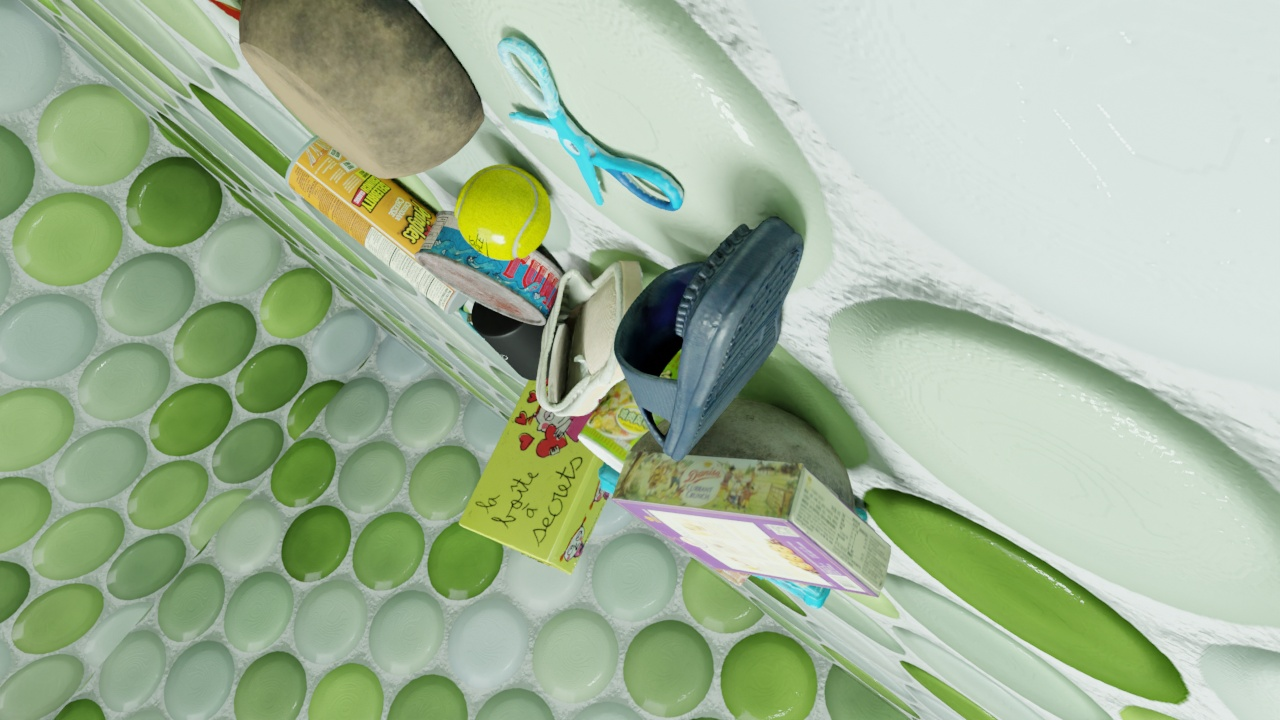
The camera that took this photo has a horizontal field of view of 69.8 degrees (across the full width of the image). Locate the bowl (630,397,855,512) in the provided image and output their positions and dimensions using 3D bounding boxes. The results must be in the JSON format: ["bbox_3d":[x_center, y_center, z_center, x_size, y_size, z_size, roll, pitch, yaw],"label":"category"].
[{"bbox_3d":[0.086,0.076,0.710,0.178,0.081,0.179,19,159,7],"label":"bowl"}]

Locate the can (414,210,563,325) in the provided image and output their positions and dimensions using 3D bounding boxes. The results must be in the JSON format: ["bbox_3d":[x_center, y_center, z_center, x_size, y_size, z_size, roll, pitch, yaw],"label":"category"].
[{"bbox_3d":[-0.134,-0.081,0.824,0.130,0.044,0.130,25,170,5],"label":"can"}]

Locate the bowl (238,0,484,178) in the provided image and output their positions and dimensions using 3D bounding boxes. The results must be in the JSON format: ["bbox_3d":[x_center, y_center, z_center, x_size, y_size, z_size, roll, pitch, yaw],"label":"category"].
[{"bbox_3d":[-0.184,-0.183,0.587,0.162,0.070,0.162,37,168,8],"label":"bowl"}]

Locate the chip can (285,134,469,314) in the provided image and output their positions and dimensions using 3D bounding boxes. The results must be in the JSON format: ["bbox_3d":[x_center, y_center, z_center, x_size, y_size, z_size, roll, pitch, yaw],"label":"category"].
[{"bbox_3d":[-0.263,-0.144,0.966,0.215,0.075,0.075,39,169,-1],"label":"chip can"}]

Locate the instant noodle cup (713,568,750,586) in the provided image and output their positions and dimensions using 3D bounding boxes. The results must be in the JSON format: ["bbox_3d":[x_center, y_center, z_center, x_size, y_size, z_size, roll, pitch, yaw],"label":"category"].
[{"bbox_3d":[0.108,0.172,0.963,0.098,0.108,0.098,36,168,9],"label":"instant noodle cup"}]

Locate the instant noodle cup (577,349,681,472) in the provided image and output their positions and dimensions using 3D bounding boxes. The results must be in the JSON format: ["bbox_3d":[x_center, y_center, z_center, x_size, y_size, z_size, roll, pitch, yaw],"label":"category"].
[{"bbox_3d":[0.007,0.045,0.789,0.099,0.108,0.099,36,169,8],"label":"instant noodle cup"}]

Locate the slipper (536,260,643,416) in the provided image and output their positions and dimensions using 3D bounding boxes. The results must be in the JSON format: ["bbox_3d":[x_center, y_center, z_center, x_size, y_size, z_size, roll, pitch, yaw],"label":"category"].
[{"bbox_3d":[-0.048,-0.014,0.731,0.054,0.114,0.273,11,166,-14],"label":"slipper"}]

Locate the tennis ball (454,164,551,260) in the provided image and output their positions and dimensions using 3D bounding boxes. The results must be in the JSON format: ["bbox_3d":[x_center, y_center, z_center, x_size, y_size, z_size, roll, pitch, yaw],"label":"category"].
[{"bbox_3d":[-0.095,-0.102,0.635,0.065,0.065,0.065,37,169,8],"label":"tennis ball"}]

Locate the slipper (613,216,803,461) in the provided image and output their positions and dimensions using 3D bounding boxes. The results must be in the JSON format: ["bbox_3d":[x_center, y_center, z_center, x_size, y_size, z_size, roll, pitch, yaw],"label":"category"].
[{"bbox_3d":[0.026,-0.015,0.528,0.082,0.101,0.264,36,165,11],"label":"slipper"}]

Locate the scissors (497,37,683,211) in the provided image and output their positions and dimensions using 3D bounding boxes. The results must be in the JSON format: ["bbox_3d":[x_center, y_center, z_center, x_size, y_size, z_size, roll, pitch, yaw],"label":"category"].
[{"bbox_3d":[-0.031,-0.120,0.507,0.140,0.011,0.134,32,164,23],"label":"scissors"}]

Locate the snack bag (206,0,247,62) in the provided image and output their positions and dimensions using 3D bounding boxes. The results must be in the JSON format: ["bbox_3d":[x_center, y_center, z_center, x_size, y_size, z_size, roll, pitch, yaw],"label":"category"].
[{"bbox_3d":[-0.295,-0.242,0.776,0.144,0.039,0.131,32,167,28],"label":"snack bag"}]

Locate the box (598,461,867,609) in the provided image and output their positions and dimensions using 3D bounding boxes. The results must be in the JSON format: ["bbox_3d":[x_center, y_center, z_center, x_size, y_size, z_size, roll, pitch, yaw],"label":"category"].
[{"bbox_3d":[0.096,0.114,0.844,0.227,0.086,0.169,26,-150,22],"label":"box"}]

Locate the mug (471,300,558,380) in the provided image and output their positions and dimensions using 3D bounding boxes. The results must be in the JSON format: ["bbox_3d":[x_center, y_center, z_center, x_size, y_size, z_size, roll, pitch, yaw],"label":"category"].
[{"bbox_3d":[-0.126,-0.044,0.943,0.113,0.078,0.088,44,175,39],"label":"mug"}]

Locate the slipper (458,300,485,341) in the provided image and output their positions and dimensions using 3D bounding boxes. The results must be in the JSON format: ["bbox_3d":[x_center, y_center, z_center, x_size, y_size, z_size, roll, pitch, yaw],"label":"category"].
[{"bbox_3d":[-0.151,-0.035,1.107,0.269,0.054,0.098,35,166,11],"label":"slipper"}]

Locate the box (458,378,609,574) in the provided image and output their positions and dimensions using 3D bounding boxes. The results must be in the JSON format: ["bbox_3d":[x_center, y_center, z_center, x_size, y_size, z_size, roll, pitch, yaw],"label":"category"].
[{"bbox_3d":[-0.090,0.108,1.003,0.124,0.220,0.083,18,161,28],"label":"box"}]

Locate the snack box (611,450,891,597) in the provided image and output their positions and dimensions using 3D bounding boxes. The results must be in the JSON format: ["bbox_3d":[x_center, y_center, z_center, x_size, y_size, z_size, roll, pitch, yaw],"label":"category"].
[{"bbox_3d":[0.079,0.115,0.646,0.148,0.040,0.143,0,150,40],"label":"snack box"}]
